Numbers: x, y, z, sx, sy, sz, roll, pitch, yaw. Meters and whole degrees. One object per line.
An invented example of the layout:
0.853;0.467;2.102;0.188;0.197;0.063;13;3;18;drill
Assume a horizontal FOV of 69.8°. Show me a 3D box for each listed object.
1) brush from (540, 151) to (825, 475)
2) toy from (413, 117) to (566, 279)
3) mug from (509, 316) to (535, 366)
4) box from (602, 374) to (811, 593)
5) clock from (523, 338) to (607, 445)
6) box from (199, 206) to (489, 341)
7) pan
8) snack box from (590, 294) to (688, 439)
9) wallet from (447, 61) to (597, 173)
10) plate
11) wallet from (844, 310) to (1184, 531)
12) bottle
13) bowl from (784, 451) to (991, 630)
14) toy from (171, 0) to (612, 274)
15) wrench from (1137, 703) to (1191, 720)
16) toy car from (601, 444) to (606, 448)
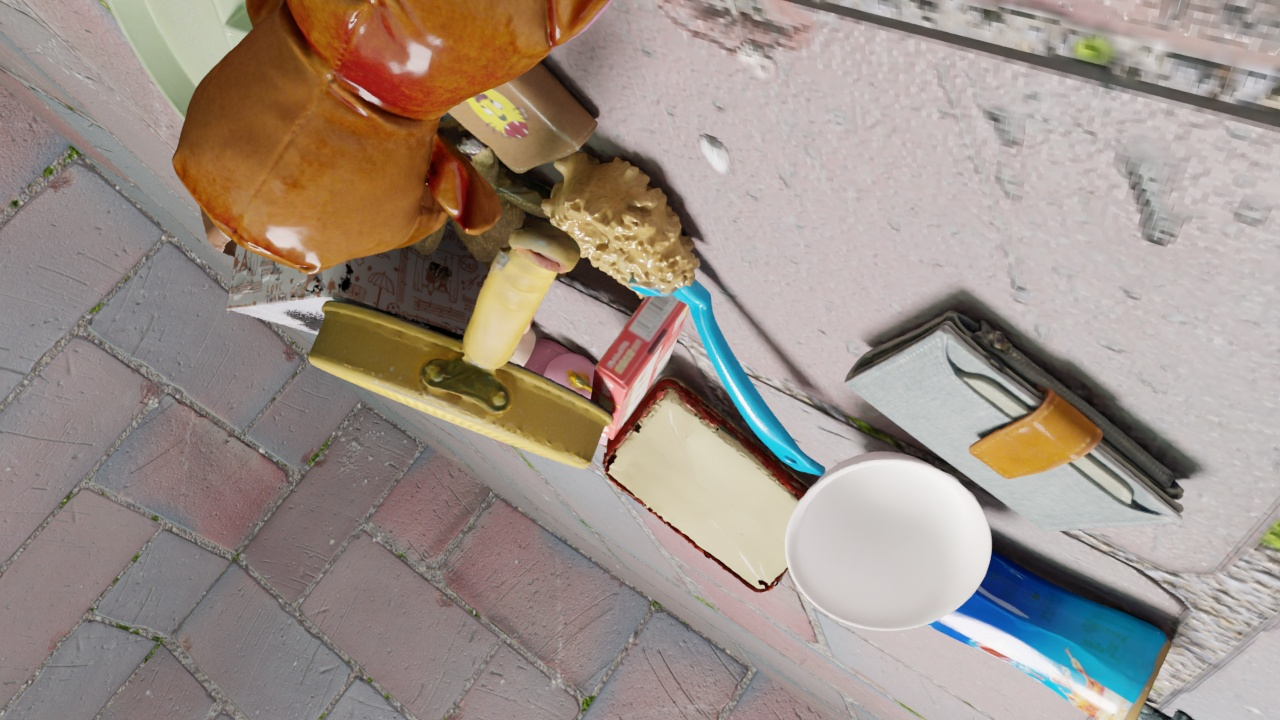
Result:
0.035;-0.015;0.526;0.083;0.045;0.254;6;140;55;brush
-0.093;-0.094;0.582;0.105;0.066;0.157;-5;153;17;toy
-0.147;-0.037;0.833;0.115;0.081;0.106;-17;132;35;mug
0.058;0.096;0.702;0.168;0.091;0.076;39;-169;-9;box
-0.066;0.034;0.877;0.159;0.059;0.117;18;155;53;clock
-0.235;-0.082;0.717;0.271;0.134;0.179;31;-174;35;box
-0.089;-0.004;0.518;0.197;0.078;0.358;22;171;-12;pan
-0.004;0.004;0.625;0.025;0.075;0.153;35;165;6;snack box
-0.083;-0.144;0.458;0.115;0.033;0.090;40;163;-24;wallet
-0.233;-0.191;0.522;0.230;0.027;0.231;27;141;24;plate
0.167;0.035;0.424;0.129;0.037;0.107;37;165;-1;wallet
0.216;0.150;0.593;0.219;0.065;0.065;26;161;34;bottle
0.148;0.099;0.567;0.118;0.118;0.064;39;-158;-8;bowl
-0.093;-0.124;0.352;0.140;0.130;0.200;35;131;-12;toy
0.282;0.192;0.663;0.273;0.016;0.056;37;161;-1;wrench
0.006;0.089;0.917;0.070;0.042;0.158;41;161;-18;toy car
